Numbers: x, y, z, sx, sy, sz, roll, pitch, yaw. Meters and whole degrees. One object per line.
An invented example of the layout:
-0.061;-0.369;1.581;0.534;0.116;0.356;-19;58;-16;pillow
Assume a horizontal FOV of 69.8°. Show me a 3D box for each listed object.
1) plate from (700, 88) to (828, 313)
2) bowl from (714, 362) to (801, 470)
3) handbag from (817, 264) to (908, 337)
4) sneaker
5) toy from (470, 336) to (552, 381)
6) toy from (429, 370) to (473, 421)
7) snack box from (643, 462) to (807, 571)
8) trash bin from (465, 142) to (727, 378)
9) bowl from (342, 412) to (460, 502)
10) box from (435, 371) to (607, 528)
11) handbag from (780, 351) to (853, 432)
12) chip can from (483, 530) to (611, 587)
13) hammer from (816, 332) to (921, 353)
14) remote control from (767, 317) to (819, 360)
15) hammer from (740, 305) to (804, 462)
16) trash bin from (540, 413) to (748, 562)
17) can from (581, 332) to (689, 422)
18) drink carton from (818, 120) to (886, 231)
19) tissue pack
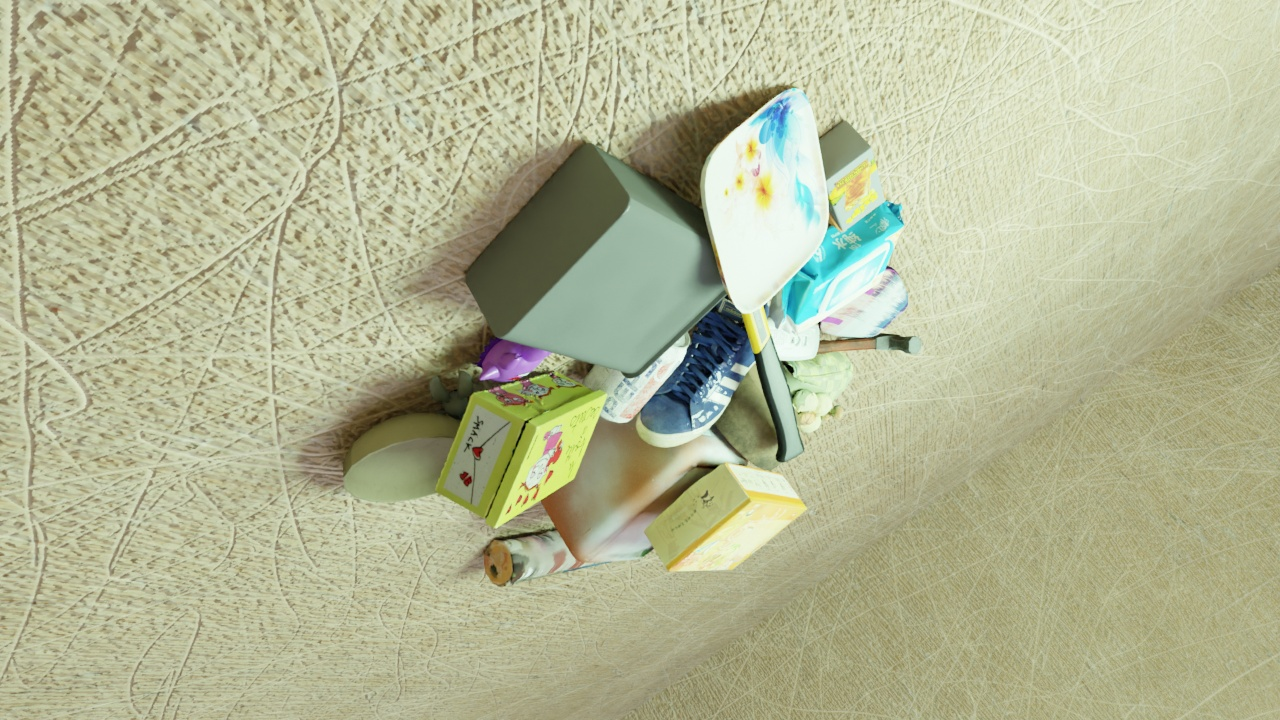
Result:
0.125;-0.158;0.914;0.186;0.016;0.187;-44;132;-31;plate
0.152;0.064;1.240;0.070;0.162;0.162;-41;152;17;bowl
0.286;-0.085;1.290;0.169;0.068;0.145;2;142;-39;handbag
0.086;-0.004;1.128;0.232;0.091;0.119;-42;158;-27;sneaker
-0.133;-0.010;0.967;0.088;0.056;0.106;-38;-172;7;toy
-0.204;0.048;1.014;0.049;0.030;0.112;-12;154;-10;toy
0.111;0.204;1.207;0.145;0.080;0.195;-43;152;16;snack box
-0.027;-0.088;0.908;0.192;0.097;0.219;-43;150;20;trash bin
-0.252;0.099;1.008;0.152;0.050;0.152;-15;152;-8;bowl
-0.120;0.088;1.002;0.124;0.082;0.220;-66;165;11;box
0.264;0.050;1.419;0.186;0.117;0.113;-6;143;-39;handbag
-0.136;0.306;1.464;0.229;0.079;0.080;-1;139;-47;chip can
0.264;-0.020;1.353;0.300;0.111;0.028;-4;99;-30;hammer
0.195;-0.030;1.267;0.114;0.028;0.060;1;97;-24;remote control
0.146;-0.017;1.093;0.127;0.029;0.324;-28;118;-15;hammer
-0.001;0.151;1.261;0.260;0.157;0.181;-44;151;21;trash bin
-0.007;0.006;1.103;0.078;0.078;0.136;0;138;-47;can
0.231;-0.206;1.037;0.076;0.048;0.125;-36;153;7;drink carton
0.252;-0.120;1.163;0.208;0.066;0.117;-31;152;-28;tissue pack
